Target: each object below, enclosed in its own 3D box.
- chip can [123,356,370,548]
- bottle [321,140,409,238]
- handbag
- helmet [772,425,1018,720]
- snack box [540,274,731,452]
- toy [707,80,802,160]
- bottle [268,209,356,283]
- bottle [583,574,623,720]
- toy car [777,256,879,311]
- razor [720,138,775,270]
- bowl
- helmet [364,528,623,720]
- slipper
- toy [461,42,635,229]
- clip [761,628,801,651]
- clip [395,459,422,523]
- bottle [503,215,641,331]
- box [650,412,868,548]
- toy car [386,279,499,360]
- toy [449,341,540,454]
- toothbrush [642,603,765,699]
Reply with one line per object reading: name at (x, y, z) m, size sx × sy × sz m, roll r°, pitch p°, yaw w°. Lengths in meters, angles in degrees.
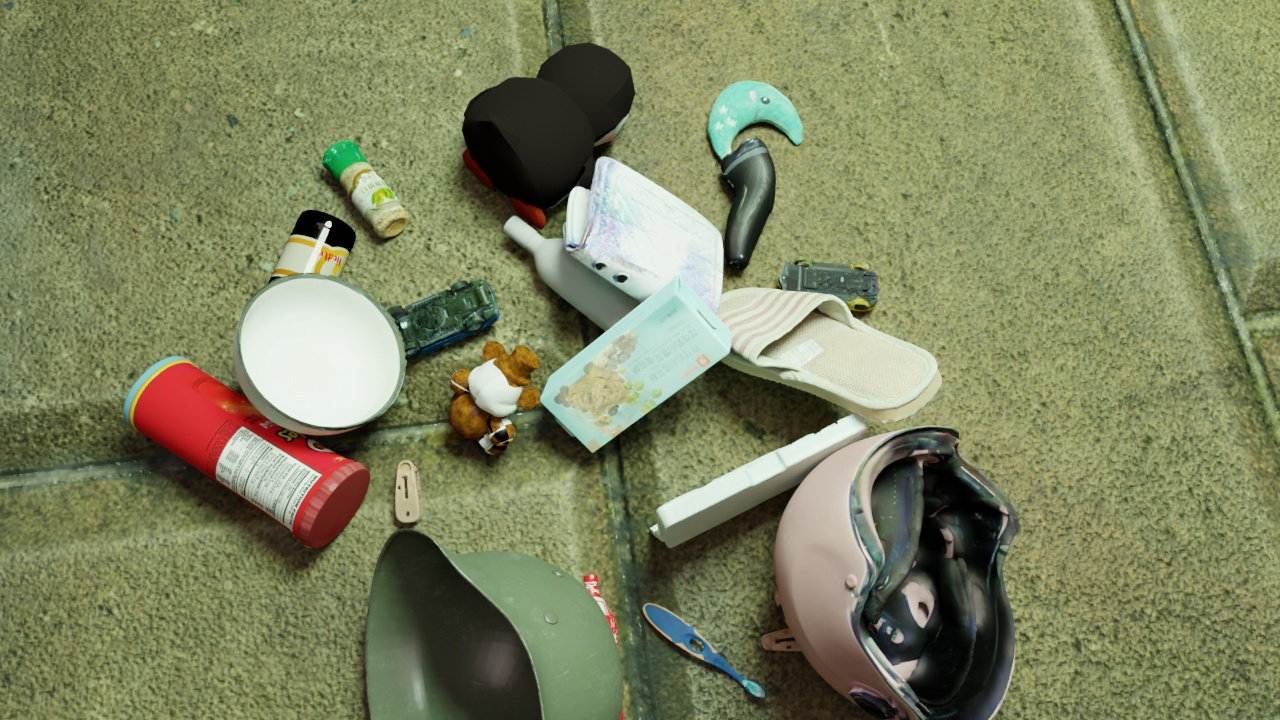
chip can at (-0.363, 0.083, 0.849) m, size 0.213 × 0.087 × 0.087 m, roll 30°, pitch 73°, yaw 9°
bottle at (-0.287, -0.179, 0.960) m, size 0.043 × 0.043 × 0.111 m, roll -36°, pitch 76°, yaw -12°
handbag at (0.002, -0.106, 0.884) m, size 0.158 × 0.069 × 0.126 m, roll 29°, pitch 43°, yaw -26°
helmet at (0.208, 0.188, 0.770) m, size 0.255 × 0.153 × 0.229 m, roll 50°, pitch 51°, yaw -21°
snack box at (-0.005, 0.005, 0.845) m, size 0.175 × 0.053 × 0.075 m, roll -37°, pitch 108°, yaw 21°
toy at (0.122, -0.266, 1.005) m, size 0.105 × 0.033 × 0.085 m, roll -15°, pitch 83°, yaw -7°
bottle at (-0.343, -0.058, 0.909) m, size 0.059 × 0.059 × 0.181 m, roll 16°, pitch 72°, yaw 4°
bottle at (-0.040, 0.263, 0.817) m, size 0.042 × 0.042 × 0.141 m, roll -4°, pitch 72°, yaw -3°
toy car at (0.193, -0.078, 0.942) m, size 0.107 × 0.030 × 0.049 m, roll 8°, pitch 73°, yaw -1°
razor at (0.106, -0.163, 0.959) m, size 0.064 × 0.053 × 0.140 m, roll 10°, pitch 73°, yaw 14°
bowl at (-0.302, 0.002, 0.847) m, size 0.153 × 0.073 × 0.153 m, roll 20°, pitch 56°, yaw -33°
helmet at (-0.103, 0.251, 0.738) m, size 0.153 × 0.268 × 0.227 m, roll 3°, pitch 104°, yaw -34°
slipper at (0.148, -0.019, 0.837) m, size 0.114 × 0.052 × 0.263 m, roll -39°, pitch 39°, yaw -21°
toy at (-0.084, -0.254, 0.936) m, size 0.159 × 0.140 × 0.183 m, roll 41°, pitch 75°, yaw 12°
clip at (0.139, 0.255, 0.837) m, size 0.061 × 0.050 × 0.026 m, roll 8°, pitch 63°, yaw -43°
clip at (-0.219, 0.123, 0.867) m, size 0.026 × 0.050 × 0.060 m, roll 0°, pitch 44°, yaw -2°
bottle at (-0.059, -0.081, 0.926) m, size 0.195 × 0.052 × 0.052 m, roll 38°, pitch 75°, yaw 11°
box at (0.104, 0.112, 0.821) m, size 0.197 × 0.136 × 0.044 m, roll -24°, pitch 76°, yaw -9°
toy car at (-0.198, -0.037, 0.914) m, size 0.120 × 0.044 × 0.056 m, roll -23°, pitch 73°, yaw -5°
toy at (-0.136, 0.032, 0.857) m, size 0.113 × 0.067 × 0.087 m, roll -45°, pitch 75°, yaw 21°
toothbrush at (0.058, 0.264, 0.833) m, size 0.135 × 0.017 × 0.021 m, roll 35°, pitch 72°, yaw 10°
